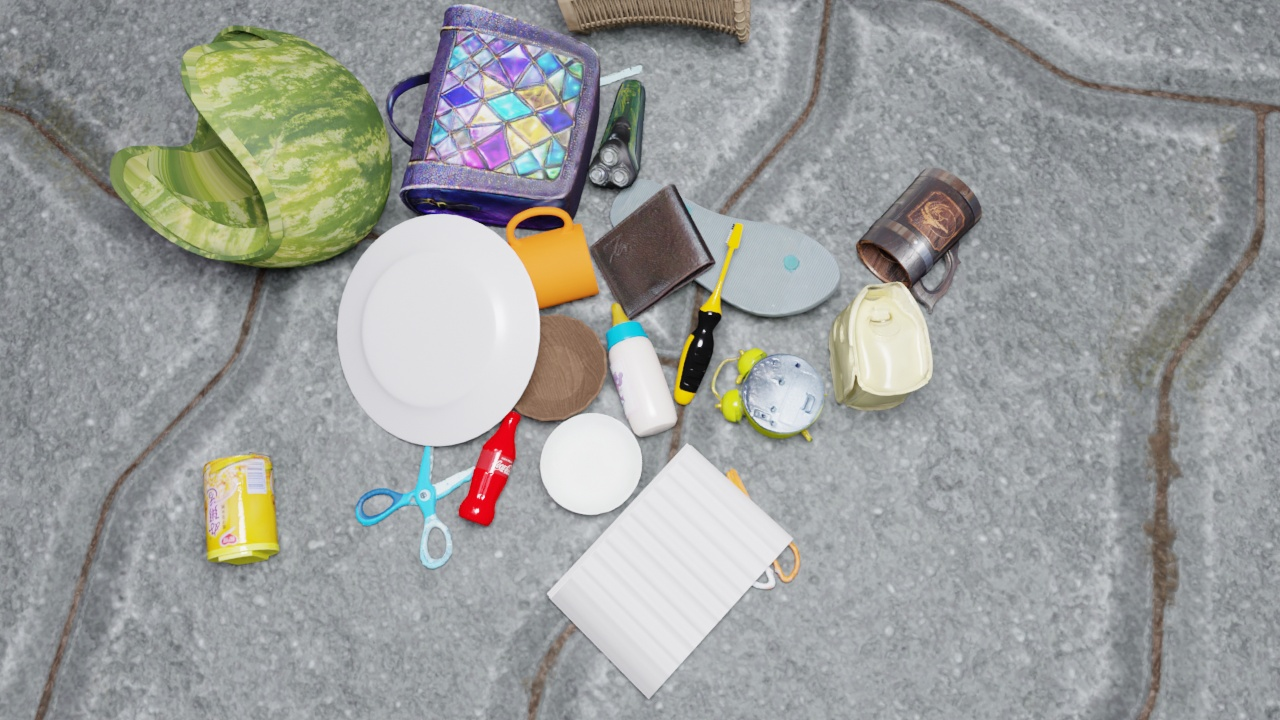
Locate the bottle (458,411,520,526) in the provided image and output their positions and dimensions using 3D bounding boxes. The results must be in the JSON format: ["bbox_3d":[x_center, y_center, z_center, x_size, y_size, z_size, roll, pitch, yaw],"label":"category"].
[{"bbox_3d":[-0.151,0.109,0.947,0.036,0.036,0.119,17,76,7],"label":"bottle"}]

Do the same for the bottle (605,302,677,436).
[{"bbox_3d":[-0.006,0.006,0.959,0.051,0.051,0.146,-18,75,-2],"label":"bottle"}]

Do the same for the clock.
[{"bbox_3d":[0.131,0.033,0.941,0.119,0.057,0.083,23,78,8],"label":"clock"}]

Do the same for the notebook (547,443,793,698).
[{"bbox_3d":[0.029,0.206,0.918,0.142,0.009,0.209,42,84,14],"label":"notebook"}]

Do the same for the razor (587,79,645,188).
[{"bbox_3d":[-0.020,-0.257,1.025,0.054,0.067,0.151,8,67,7],"label":"razor"}]

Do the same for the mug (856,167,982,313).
[{"bbox_3d":[0.304,-0.124,0.971,0.107,0.080,0.116,-45,104,-8],"label":"mug"}]

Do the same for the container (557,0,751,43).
[{"bbox_3d":[0.017,-0.462,1.003,0.196,0.227,0.226,0,75,10],"label":"container"}]

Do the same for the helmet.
[{"bbox_3d":[-0.375,-0.216,0.947,0.243,0.214,0.246,43,35,-19],"label":"helmet"}]

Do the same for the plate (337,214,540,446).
[{"bbox_3d":[-0.217,-0.032,0.953,0.243,0.016,0.242,0,89,19],"label":"plate"}]

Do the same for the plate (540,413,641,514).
[{"bbox_3d":[-0.050,0.108,0.947,0.104,0.026,0.104,-1,75,2],"label":"plate"}]

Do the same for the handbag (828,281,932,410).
[{"bbox_3d":[0.234,-0.011,0.917,0.081,0.119,0.111,-8,78,2],"label":"handbag"}]

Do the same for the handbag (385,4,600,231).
[{"bbox_3d":[-0.162,-0.252,0.987,0.222,0.125,0.204,12,81,-1],"label":"handbag"}]

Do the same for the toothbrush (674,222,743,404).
[{"bbox_3d":[0.072,-0.047,0.949,0.031,0.031,0.197,13,101,-23],"label":"toothbrush"}]

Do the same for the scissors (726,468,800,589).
[{"bbox_3d":[0.113,0.169,0.930,0.064,0.013,0.128,-25,76,-4],"label":"scissors"}]

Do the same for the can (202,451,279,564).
[{"bbox_3d":[-0.406,0.151,0.934,0.067,0.068,0.105,-11,74,0],"label":"can"}]

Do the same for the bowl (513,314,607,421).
[{"bbox_3d":[-0.092,0.011,0.971,0.118,0.030,0.117,-2,72,4],"label":"bowl"}]

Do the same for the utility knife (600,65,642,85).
[{"bbox_3d":[-0.083,-0.315,1.070,0.181,0.015,0.022,-21,82,-5],"label":"utility knife"}]

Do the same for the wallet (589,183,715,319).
[{"bbox_3d":[0.010,-0.114,0.978,0.120,0.031,0.099,-33,74,26],"label":"wallet"}]

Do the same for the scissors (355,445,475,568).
[{"bbox_3d":[-0.236,0.147,0.955,0.138,0.011,0.134,1,78,5],"label":"scissors"}]

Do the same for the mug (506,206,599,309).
[{"bbox_3d":[-0.103,-0.110,0.967,0.096,0.113,0.077,-15,40,-1],"label":"mug"}]

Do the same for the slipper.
[{"bbox_3d":[0.086,-0.113,0.994,0.269,0.055,0.098,25,82,21],"label":"slipper"}]
